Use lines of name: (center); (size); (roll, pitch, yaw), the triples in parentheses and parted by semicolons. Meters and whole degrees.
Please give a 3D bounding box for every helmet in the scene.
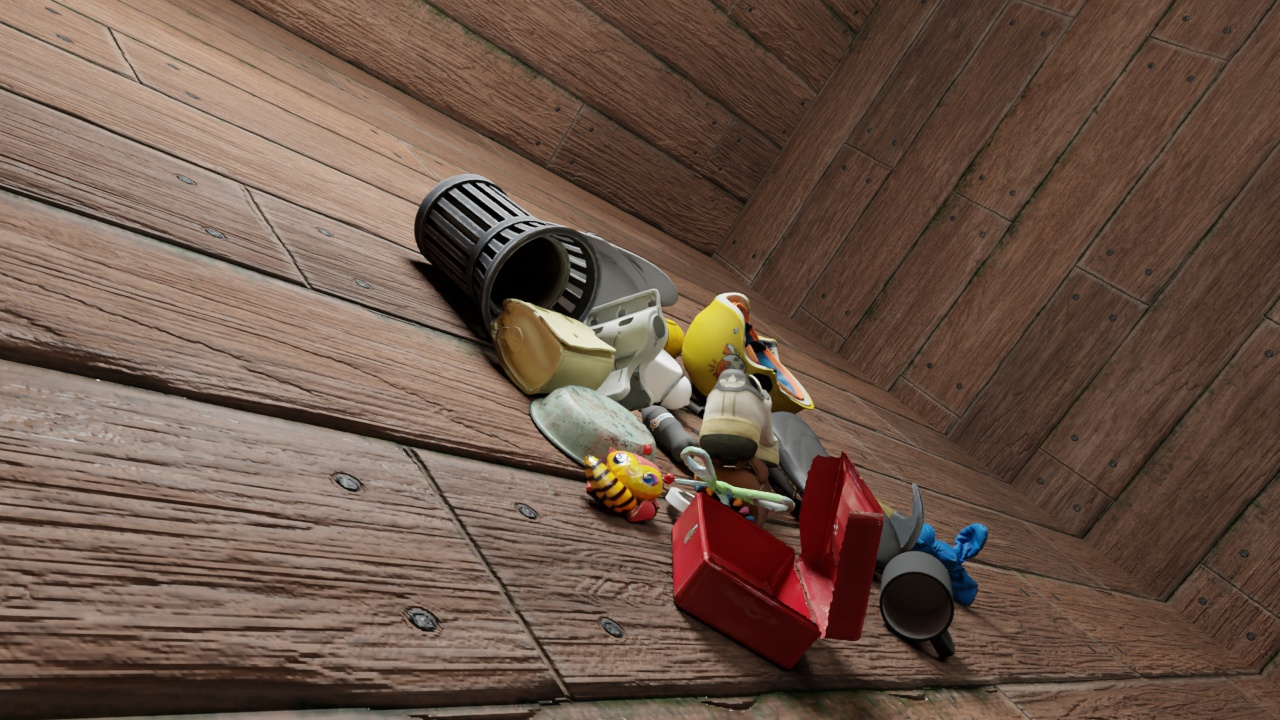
helmet: (-0.089, -0.096, 1.348); (0.271, 0.117, 0.184); (22, -20, 3)
helmet: (0.158, 0.017, 1.489); (0.240, 0.140, 0.208); (54, 16, -7)

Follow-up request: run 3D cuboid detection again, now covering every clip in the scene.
clip: (-0.025, -0.010, 1.128); (0.072, 0.125, 0.142); (19, 63, -45)

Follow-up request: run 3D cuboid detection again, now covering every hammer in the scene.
hammer: (0.264, 0.159, 1.295); (0.025, 0.118, 0.333); (25, 9, -42)

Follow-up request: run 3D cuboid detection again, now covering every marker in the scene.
marker: (0.124, 0.098, 1.359); (0.140, 0.016, 0.016); (35, 12, 7)

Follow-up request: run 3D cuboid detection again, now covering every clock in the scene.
clock: (-0.007, 0.007, 1.285); (0.161, 0.073, 0.125); (36, 10, -23)

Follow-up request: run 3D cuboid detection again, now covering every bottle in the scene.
bottle: (0.022, -0.037, 1.495); (0.071, 0.071, 0.163); (40, 14, 29)
bottle: (0.029, 0.083, 1.127); (0.036, 0.036, 0.110); (19, 18, -47)

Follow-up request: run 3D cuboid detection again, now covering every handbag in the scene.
handbag: (-0.105, -0.015, 1.053); (0.111, 0.081, 0.119); (47, 16, 24)

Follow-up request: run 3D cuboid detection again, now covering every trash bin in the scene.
trash bin: (-0.181, -0.136, 1.176); (0.164, 0.164, 0.227); (20, 15, -47)

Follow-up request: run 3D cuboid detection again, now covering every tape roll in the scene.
tape roll: (0.069, 0.160, 0.943); (0.093, 0.013, 0.093); (31, 1, -1)

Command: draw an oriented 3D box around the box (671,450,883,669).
box: (0.109, 0.171, 0.816); (0.168, 0.154, 0.157); (2, 13, -1)

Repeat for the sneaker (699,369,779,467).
sneaker: (0.120, 0.072, 1.117); (0.089, 0.102, 0.241); (0, -15, 13)

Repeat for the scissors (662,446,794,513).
scissors: (0.079, 0.128, 0.943); (0.172, 0.022, 0.174); (2, -27, 39)

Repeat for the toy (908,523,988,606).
toy: (0.403, 0.256, 1.276); (0.176, 0.112, 0.071); (26, -3, 10)

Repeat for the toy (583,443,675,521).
toy: (-0.014, 0.115, 0.876); (0.103, 0.046, 0.084); (-2, 58, -53)

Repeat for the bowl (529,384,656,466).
bowl: (-0.042, 0.073, 0.981); (0.157, 0.038, 0.157); (31, 12, -8)

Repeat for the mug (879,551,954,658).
mug: (0.320, 0.280, 1.036); (0.113, 0.078, 0.088); (62, 16, 5)

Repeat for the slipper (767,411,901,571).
slipper: (0.236, 0.176, 1.212); (0.112, 0.076, 0.267); (-9, 48, -35)

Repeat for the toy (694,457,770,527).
toy: (0.104, 0.156, 1.046); (0.090, 0.071, 0.102); (18, 37, -8)
